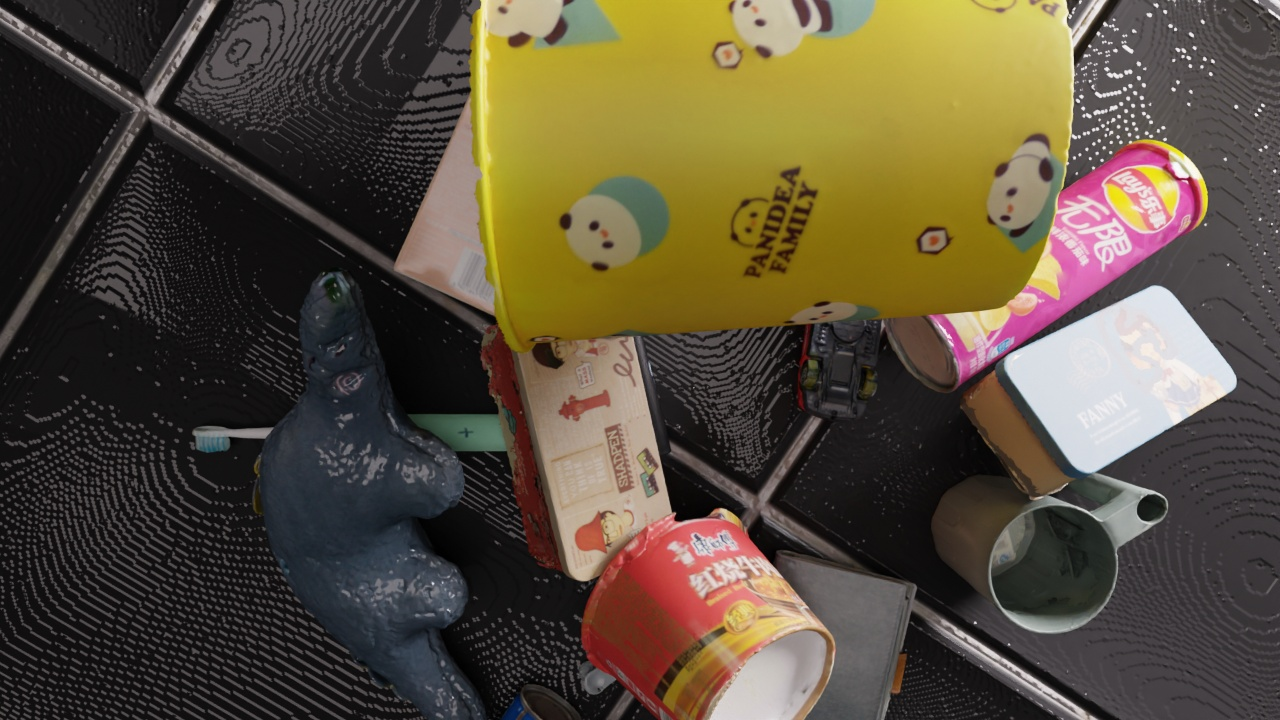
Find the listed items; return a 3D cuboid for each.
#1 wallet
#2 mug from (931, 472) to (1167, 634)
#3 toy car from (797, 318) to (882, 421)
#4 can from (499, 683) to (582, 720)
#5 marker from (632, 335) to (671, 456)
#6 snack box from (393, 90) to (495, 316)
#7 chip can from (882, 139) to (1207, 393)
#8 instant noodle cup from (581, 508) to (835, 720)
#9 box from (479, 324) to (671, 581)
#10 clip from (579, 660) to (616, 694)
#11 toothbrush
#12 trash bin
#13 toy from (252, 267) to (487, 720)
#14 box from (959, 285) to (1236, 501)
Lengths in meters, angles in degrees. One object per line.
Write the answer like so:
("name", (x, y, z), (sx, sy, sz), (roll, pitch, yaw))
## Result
("wallet", (0.135, 0.209, 0.656), (0.106, 0.037, 0.130), (13, 94, 7))
("mug", (0.270, 0.115, 0.619), (0.124, 0.103, 0.083), (-31, 96, -1))
("toy car", (0.136, -0.019, 0.629), (0.053, 0.045, 0.120), (11, 89, -6))
("can", (-0.098, 0.298, 0.644), (0.053, 0.053, 0.134), (33, 93, -5))
("marker", (-0.004, 0.004, 0.636), (0.022, 0.020, 0.132), (-16, 96, -23))
("snack box", (-0.096, -0.115, 0.618), (0.084, 0.026, 0.157), (25, 94, -4))
("chip can", (0.262, -0.062, 0.598), (0.210, 0.071, 0.071), (-32, 96, -11))
("instant noodle cup", (0.047, 0.180, 0.583), (0.137, 0.108, 0.138), (-20, 128, -28))
("box", (-0.047, 0.051, 0.609), (0.091, 0.077, 0.168), (-16, 96, -32))
("clip", (-0.018, 0.216, 0.659), (0.057, 0.029, 0.024), (-34, 98, -10))
("toothbrush", (-0.193, 0.050, 0.629), (0.224, 0.026, 0.027), (0, 106, -3))
("trash bin", (0.060, -0.118, 0.481), (0.255, 0.229, 0.229), (0, 95, 3))
("toy", (-0.175, 0.102, 0.580), (0.138, 0.091, 0.357), (12, 122, 29))
("box", (0.290, 0.021, 0.590), (0.183, 0.060, 0.089), (-23, 71, -28))
